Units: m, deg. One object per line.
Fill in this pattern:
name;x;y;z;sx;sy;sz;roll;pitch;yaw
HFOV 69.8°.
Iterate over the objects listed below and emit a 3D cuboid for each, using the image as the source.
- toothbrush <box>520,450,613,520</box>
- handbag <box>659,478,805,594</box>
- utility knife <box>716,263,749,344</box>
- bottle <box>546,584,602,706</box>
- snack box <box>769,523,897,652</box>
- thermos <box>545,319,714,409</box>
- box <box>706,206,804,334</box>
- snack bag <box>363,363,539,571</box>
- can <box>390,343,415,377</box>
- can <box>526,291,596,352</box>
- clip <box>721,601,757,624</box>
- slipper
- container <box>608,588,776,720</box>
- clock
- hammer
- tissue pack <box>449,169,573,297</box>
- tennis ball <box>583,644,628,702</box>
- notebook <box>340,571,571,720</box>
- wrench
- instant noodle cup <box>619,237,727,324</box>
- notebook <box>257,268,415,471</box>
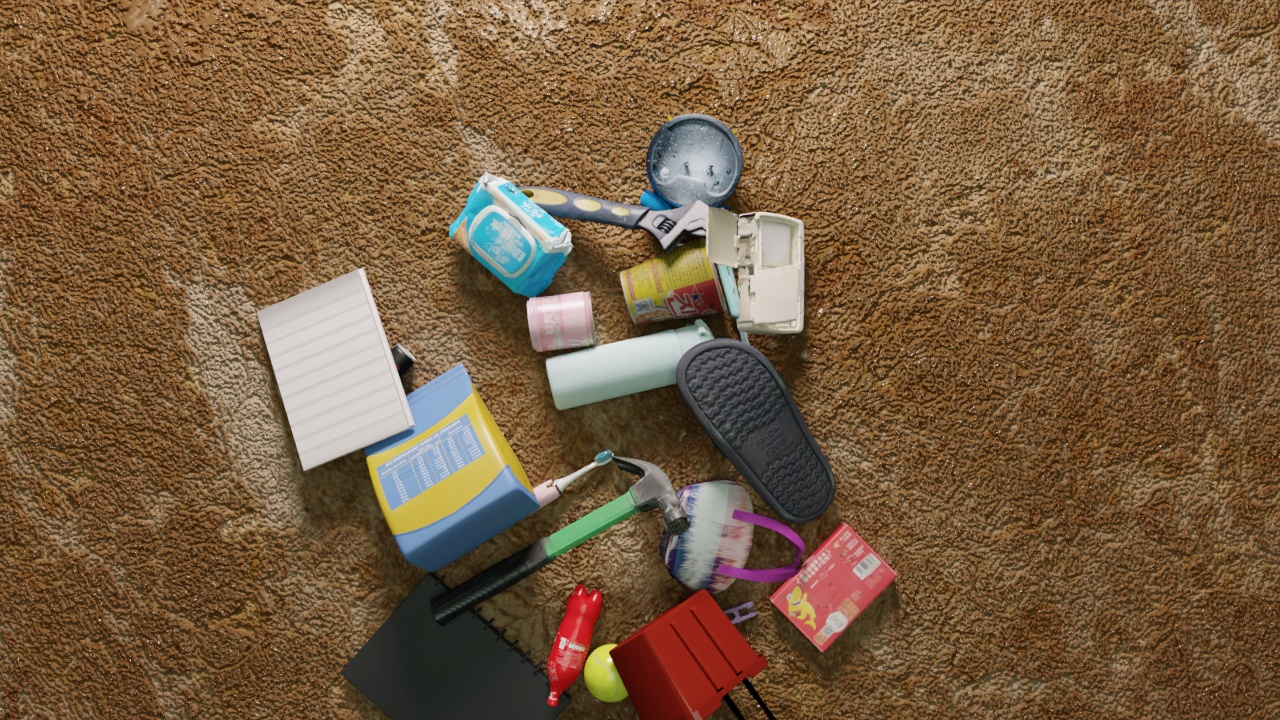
toothbrush;-0.129;0.169;1.117;0.222;0.026;0.027;-31;61;-2
handbag;0.115;0.220;1.105;0.170;0.068;0.144;15;86;-7
utility knife;0.114;-0.077;1.139;0.022;0.015;0.158;-14;89;-33
bottle;-0.083;0.340;1.095;0.042;0.042;0.141;18;79;0
snack box;0.235;0.276;1.119;0.133;0.021;0.089;-45;88;-2
thermos;-0.007;0.006;1.107;0.207;0.065;0.078;-13;126;-2
box;0.154;-0.104;1.058;0.101;0.186;0.145;-1;90;32
snack bag;-0.236;0.120;1.088;0.159;0.102;0.205;-31;65;-2
can;-0.313;0.018;1.118;0.080;0.031;0.031;-45;89;-3
can;-0.095;-0.047;1.107;0.076;0.067;0.067;-7;87;-2
clip;0.116;0.309;1.121;0.052;0.013;0.036;-21;89;-4
slipper;0.137;0.079;1.105;0.110;0.083;0.268;-39;107;-5
container;0.074;0.380;1.039;0.147;0.127;0.201;-23;74;-43
clock;0.060;-0.219;1.123;0.117;0.060;0.161;14;89;-1
hammer;-0.104;0.219;1.079;0.319;0.032;0.130;-30;46;1
tissue pack;-0.155;-0.149;1.100;0.144;0.061;0.093;40;114;0
tennis ball;-0.034;0.371;1.089;0.065;0.065;0.065;0;87;-1
notebook;-0.219;0.389;1.109;0.231;0.019;0.169;41;89;1
wrench;-0.032;-0.176;1.095;0.274;0.022;0.073;14;68;20
instant noodle cup;0.039;-0.088;1.103;0.112;0.100;0.100;-17;87;7
notebook;-0.368;0.009;1.105;0.142;0.009;0.209;-22;77;3
